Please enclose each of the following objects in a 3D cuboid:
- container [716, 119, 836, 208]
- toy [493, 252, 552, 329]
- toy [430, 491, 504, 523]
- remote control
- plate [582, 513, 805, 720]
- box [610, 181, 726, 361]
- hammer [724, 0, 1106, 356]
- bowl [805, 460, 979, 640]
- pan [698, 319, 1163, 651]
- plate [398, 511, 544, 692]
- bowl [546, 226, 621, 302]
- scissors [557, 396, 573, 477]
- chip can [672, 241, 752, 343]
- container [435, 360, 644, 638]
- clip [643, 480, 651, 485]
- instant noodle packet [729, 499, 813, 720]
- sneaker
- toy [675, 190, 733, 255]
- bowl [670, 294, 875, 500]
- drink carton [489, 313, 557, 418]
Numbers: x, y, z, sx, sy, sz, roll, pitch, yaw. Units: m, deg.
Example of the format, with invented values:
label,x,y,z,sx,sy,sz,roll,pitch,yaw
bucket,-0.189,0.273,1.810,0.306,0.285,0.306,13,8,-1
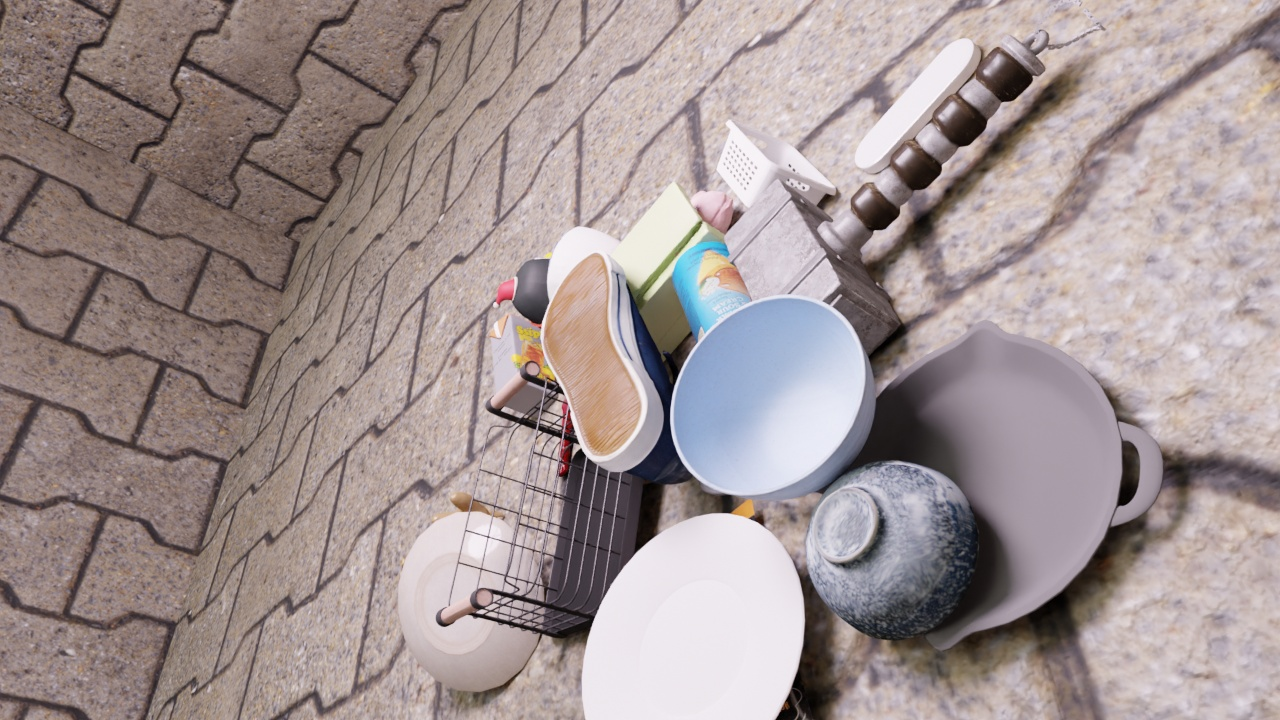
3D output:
label,x,y,z,sx,sy,sz,roll,pitch,yaw
container,0.124,-0.179,0.889,0.050,0.080,0.129,-62,27,25
toy,-0.113,-0.086,1.145,0.098,0.119,0.099,-20,56,55
toy,-0.196,0.214,1.066,0.134,0.105,0.108,-47,44,33
remote control,0.240,-0.220,0.799,0.137,0.013,0.043,-49,32,24
plate,0.037,0.214,0.693,0.209,0.015,0.208,-30,40,28
box,0.013,-0.075,0.944,0.188,0.130,0.064,-47,-10,25
hammer,0.210,-0.147,0.723,0.327,0.079,0.176,-47,33,24
bowl,0.144,0.110,0.573,0.115,0.060,0.114,-32,43,35
pan,0.171,0.084,0.632,0.355,0.024,0.216,-9,59,49
plate,-0.190,0.256,0.978,0.189,0.027,0.188,-3,82,24
bowl,-0.050,-0.095,1.067,0.066,0.116,0.116,10,73,29
scissors,-0.060,0.037,1.067,0.180,0.015,0.198,-30,42,45
chip can,0.085,-0.017,0.818,0.080,0.079,0.229,-49,32,24
container,-0.095,0.144,0.893,0.163,0.130,0.240,-38,37,52
clip,0.013,0.105,0.889,0.061,0.024,0.041,-57,26,26
instant noodle packet,0.053,0.235,0.708,0.160,0.032,0.220,-44,34,25
sneaker,-0.005,0.005,0.867,0.121,0.127,0.294,-42,39,18
toy,0.057,-0.142,0.994,0.108,0.053,0.105,-53,16,19
bowl,0.104,0.035,0.653,0.151,0.074,0.150,-20,55,31
drink carton,-0.151,0.005,1.177,0.049,0.076,0.124,-45,38,28
